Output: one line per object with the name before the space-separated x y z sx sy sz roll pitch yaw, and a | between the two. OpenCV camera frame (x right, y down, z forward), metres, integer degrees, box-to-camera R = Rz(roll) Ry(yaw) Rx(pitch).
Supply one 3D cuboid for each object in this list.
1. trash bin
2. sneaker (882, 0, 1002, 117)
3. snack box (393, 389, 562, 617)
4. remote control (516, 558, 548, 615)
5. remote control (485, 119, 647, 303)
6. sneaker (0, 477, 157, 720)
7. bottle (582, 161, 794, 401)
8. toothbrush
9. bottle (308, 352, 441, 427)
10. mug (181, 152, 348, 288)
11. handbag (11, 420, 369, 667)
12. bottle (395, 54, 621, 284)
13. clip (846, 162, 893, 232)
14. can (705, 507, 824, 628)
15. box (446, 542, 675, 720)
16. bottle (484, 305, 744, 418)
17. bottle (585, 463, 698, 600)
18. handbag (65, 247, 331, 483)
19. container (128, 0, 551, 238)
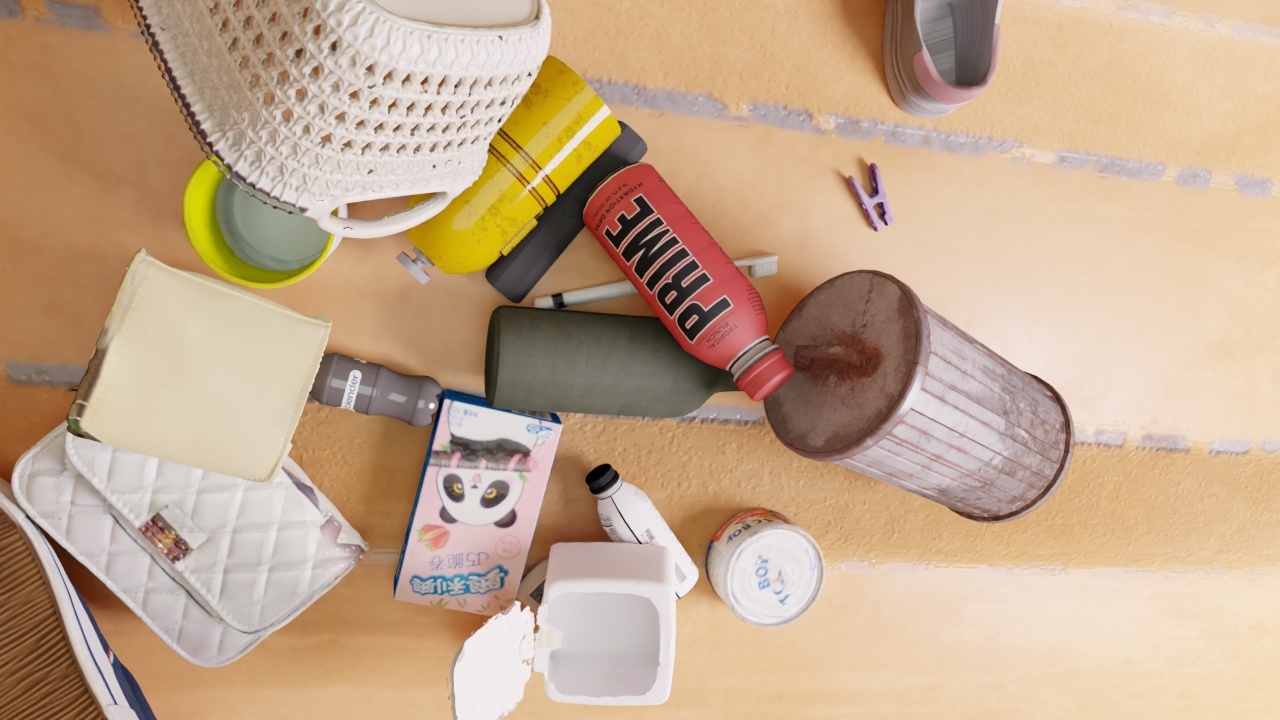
trash bin | 0.193 0.030 0.645 0.211 0.131 0.131 24 95 -34
sneaker | 0.207 -0.289 0.631 0.099 0.089 0.236 -17 104 -9
snack box | -0.119 0.105 0.664 0.088 0.033 0.154 13 98 -14
remote control | -0.043 0.202 0.708 0.038 0.018 0.125 -45 106 -1
remote control | -0.052 -0.104 0.646 0.033 0.015 0.147 40 90 -17
sneaker | -0.394 0.186 0.596 0.120 0.127 0.294 -35 87 -10
bottle | 0.035 -0.050 0.613 0.062 0.062 0.176 -37 75 -4
toothbrush | 0.014 -0.055 0.674 0.186 0.012 0.017 -12 107 -10
bottle | -0.193 0.017 0.627 0.110 0.036 0.036 15 97 -15
mug | -0.224 -0.091 0.562 0.082 0.106 0.082 -2 101 -12
handbag | -0.292 0.100 0.602 0.138 0.072 0.195 -39 107 -5
bottle | -0.094 -0.117 0.606 0.164 0.071 0.071 -46 107 -1
clip | 0.175 -0.122 0.698 0.033 0.013 0.051 -26 108 -5
can | 0.098 0.163 0.720 0.086 0.043 0.086 -2 100 -13
box | -0.056 0.195 0.644 0.189 0.101 0.111 -6 109 -19
bottle | -0.004 0.004 0.650 0.206 0.071 0.071 4 100 -14
bottle | -0.002 0.128 0.691 0.041 0.041 0.116 -35 106 -5
handbag | -0.260 0.005 0.539 0.119 0.081 0.111 22 78 -30
container | -0.159 -0.209 0.488 0.184 0.144 0.251 -19 82 -48
